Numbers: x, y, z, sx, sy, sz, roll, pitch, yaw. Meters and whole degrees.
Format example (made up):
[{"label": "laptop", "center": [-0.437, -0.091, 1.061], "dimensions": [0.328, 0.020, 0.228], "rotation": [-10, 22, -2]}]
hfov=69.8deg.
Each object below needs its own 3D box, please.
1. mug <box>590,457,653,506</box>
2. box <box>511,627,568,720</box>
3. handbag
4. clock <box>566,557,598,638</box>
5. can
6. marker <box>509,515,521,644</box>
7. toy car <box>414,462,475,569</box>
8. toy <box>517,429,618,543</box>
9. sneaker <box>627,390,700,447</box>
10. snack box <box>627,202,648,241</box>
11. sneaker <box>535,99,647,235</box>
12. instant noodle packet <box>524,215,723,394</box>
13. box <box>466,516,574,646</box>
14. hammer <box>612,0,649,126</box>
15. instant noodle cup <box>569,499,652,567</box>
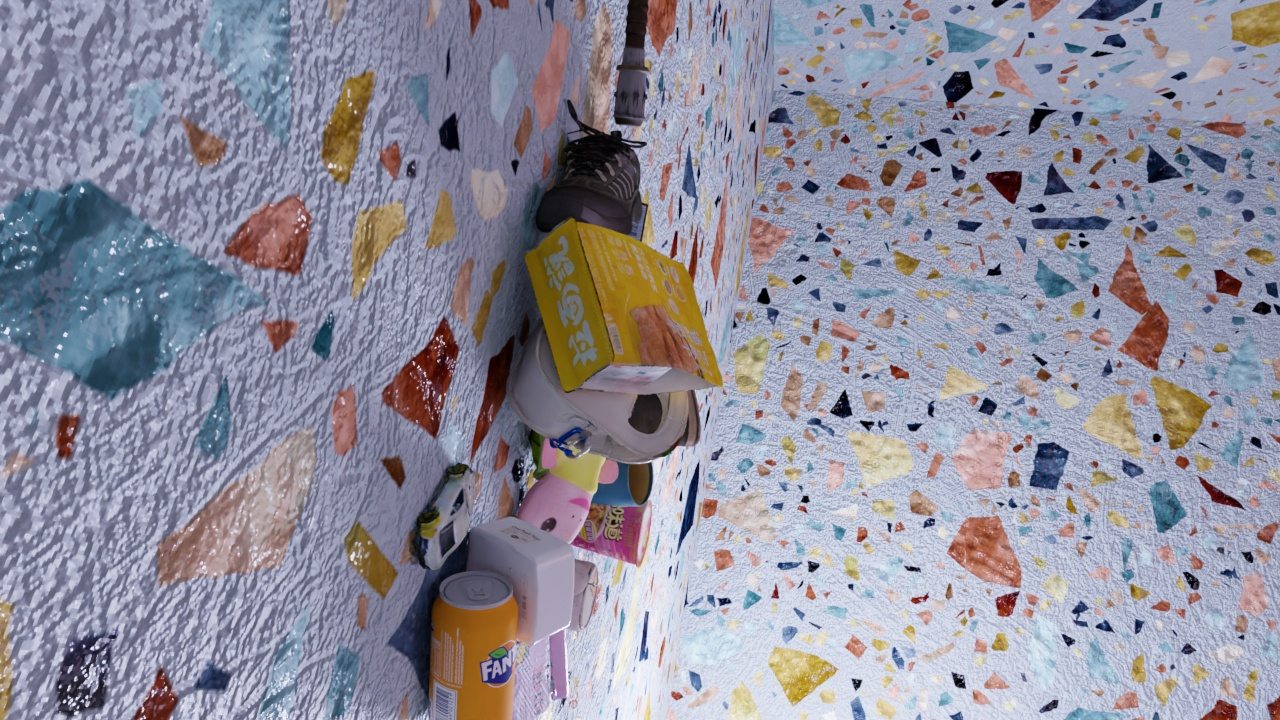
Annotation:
[{"label": "mug", "center": [-0.048, 0.141, 1.239], "dimensions": [0.084, 0.104, 0.112], "rotation": [-23, 108, -64]}, {"label": "box", "center": [-0.120, 0.349, 1.123], "dimensions": [0.149, 0.073, 0.202], "rotation": [-64, 158, -59]}, {"label": "handbag", "center": [-0.039, 0.027, 1.002], "dimensions": [0.093, 0.199, 0.200], "rotation": [-42, -165, 40]}, {"label": "clock", "center": [-0.090, 0.316, 1.269], "dimensions": [0.157, 0.061, 0.103], "rotation": [86, 16, -54]}, {"label": "can", "center": [-0.156, 0.276, 0.855], "dimensions": [0.079, 0.079, 0.142], "rotation": [-45, 142, -72]}, {"label": "marker", "center": [-0.135, 0.232, 0.983], "dimensions": [0.017, 0.017, 0.146], "rotation": [84, -3, -50]}, {"label": "toy car", "center": [-0.169, 0.138, 0.819], "dimensions": [0.105, 0.033, 0.048], "rotation": [-69, 162, -53]}, {"label": "toy", "center": [-0.084, 0.104, 1.078], "dimensions": [0.190, 0.088, 0.238], "rotation": [28, 70, -66]}, {"label": "sneaker", "center": [-0.007, 0.007, 1.206], "dimensions": [0.095, 0.119, 0.234], "rotation": [141, -60, -70]}, {"label": "snack box", "center": [-0.037, -0.108, 1.203], "dimensions": [0.101, 0.031, 0.185], "rotation": [159, -57, -69]}, {"label": "sneaker", "center": [-0.045, -0.217, 1.031], "dimensions": [0.237, 0.101, 0.143], "rotation": [-52, 146, -70]}, {"label": "instant noodle packet", "center": [-0.001, -0.048, 0.974], "dimensions": [0.221, 0.084, 0.163], "rotation": [6, 59, -49]}, {"label": "box", "center": [-0.112, 0.216, 0.910], "dimensions": [0.076, 0.107, 0.102], "rotation": [-11, 110, -45]}, {"label": "hammer", "center": [-0.001, -0.445, 1.087], "dimensions": [0.190, 0.101, 0.325], "rotation": [-45, 141, -72]}, {"label": "instant noodle cup", "center": [-0.046, 0.240, 1.318], "dimensions": [0.097, 0.109, 0.097], "rotation": [9, 89, -79]}]
